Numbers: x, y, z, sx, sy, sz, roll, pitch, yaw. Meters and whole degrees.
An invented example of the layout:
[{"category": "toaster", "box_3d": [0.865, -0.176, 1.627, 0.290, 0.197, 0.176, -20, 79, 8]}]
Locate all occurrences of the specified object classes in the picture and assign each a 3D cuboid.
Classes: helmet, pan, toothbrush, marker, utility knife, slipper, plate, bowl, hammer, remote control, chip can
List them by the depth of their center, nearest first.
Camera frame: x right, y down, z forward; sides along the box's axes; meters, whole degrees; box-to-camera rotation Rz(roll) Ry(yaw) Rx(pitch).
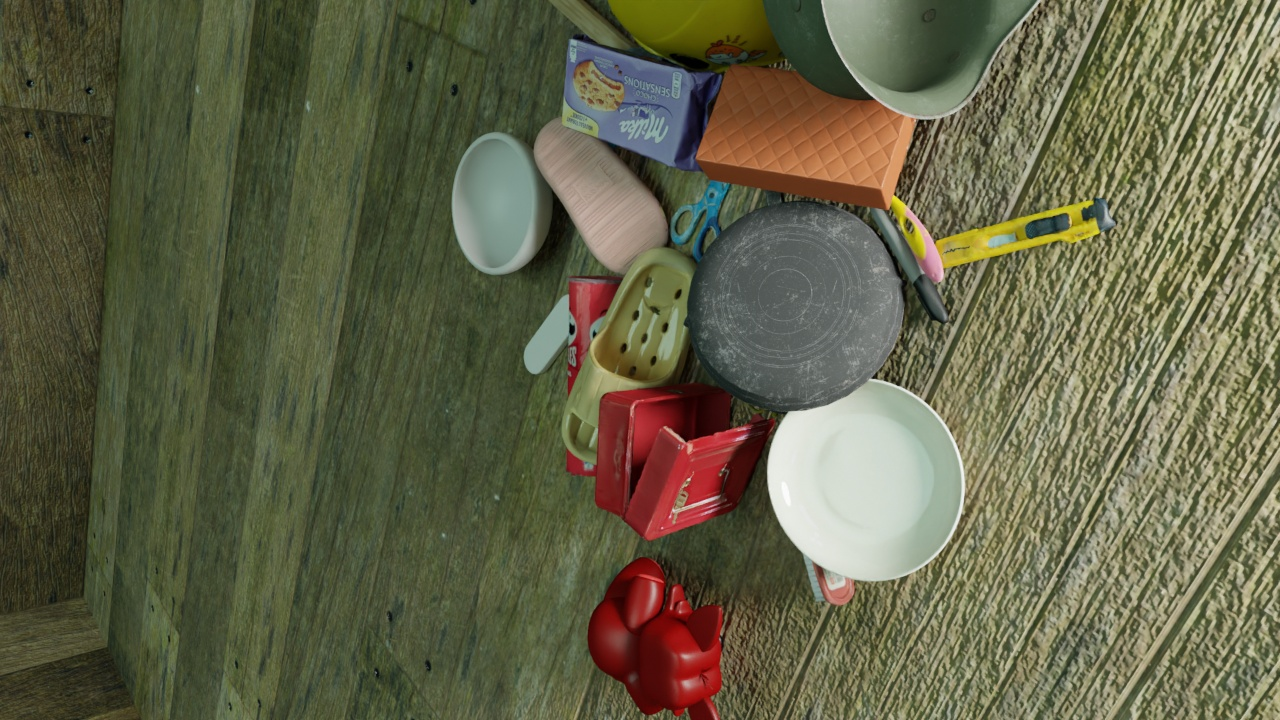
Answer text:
[{"category": "helmet", "box_3d": [0.185, -0.308, 0.726, 0.154, 0.226, 0.267, -11, 74, 63]}, {"category": "utility knife", "box_3d": [0.304, -0.100, 0.750, 0.156, 0.017, 0.030, -13, 76, 48]}, {"category": "toothbrush", "box_3d": [0.233, -0.125, 0.809, 0.021, 0.016, 0.135, -47, 59, 45]}, {"category": "marker", "box_3d": [0.236, -0.090, 0.819, 0.138, 0.016, 0.022, 64, 155, 20]}, {"category": "plate", "box_3d": [0.206, 0.107, 0.838, 0.183, 0.034, 0.182, 0, 90, 33]}, {"category": "helmet", "box_3d": [0.051, -0.380, 0.846, 0.240, 0.139, 0.209, 4, 97, 26]}, {"category": "pan", "box_3d": [0.128, -0.130, 0.860, 0.208, 0.040, 0.356, -11, 76, 18]}, {"category": "slipper", "box_3d": [-0.006, 0.006, 0.992, 0.111, 0.079, 0.262, 21, 102, -1]}, {"category": "slipper", "box_3d": [-0.040, -0.188, 1.040, 0.093, 0.081, 0.197, -35, 89, 11]}, {"category": "hammer", "box_3d": [-0.063, -0.395, 1.056, 0.323, 0.051, 0.117, 49, 126, 29]}, {"category": "chip can", "box_3d": [-0.052, 0.018, 1.076, 0.073, 0.073, 0.233, 10, 102, 44]}, {"category": "bowl", "box_3d": [-0.165, -0.198, 1.167, 0.177, 0.066, 0.176, 6, 99, 44]}, {"category": "remote control", "box_3d": [-0.110, -0.032, 1.169, 0.137, 0.013, 0.043, -49, 61, 36]}]

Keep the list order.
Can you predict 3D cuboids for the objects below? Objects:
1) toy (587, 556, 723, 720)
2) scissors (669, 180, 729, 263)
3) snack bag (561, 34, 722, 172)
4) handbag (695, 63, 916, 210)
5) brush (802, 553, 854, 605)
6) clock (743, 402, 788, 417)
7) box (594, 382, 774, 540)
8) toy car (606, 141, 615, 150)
[{"category": "toy", "box_3d": [0.030, 0.312, 0.995, 0.197, 0.120, 0.158, 6, 96, 54]}, {"category": "scissors", "box_3d": [0.080, -0.166, 0.968, 0.083, 0.015, 0.141, 52, 126, 30]}, {"category": "snack bag", "box_3d": [0.002, -0.263, 0.928, 0.205, 0.058, 0.096, 31, 123, 36]}, {"category": "handbag", "box_3d": [0.151, -0.204, 0.823, 0.172, 0.060, 0.108, 15, 82, 25]}, {"category": "brush", "box_3d": [0.168, 0.153, 0.899, 0.030, 0.040, 0.172, -29, 71, 58]}, {"category": "clock", "box_3d": [0.137, -0.002, 0.902, 0.090, 0.052, 0.130, 53, 132, 27]}, {"category": "box", "box_3d": [0.033, 0.096, 0.940, 0.123, 0.157, 0.137, 32, 114, 35]}, {"category": "toy car", "box_3d": [-0.051, -0.255, 1.073, 0.048, 0.032, 0.105, 23, 111, 41]}]
